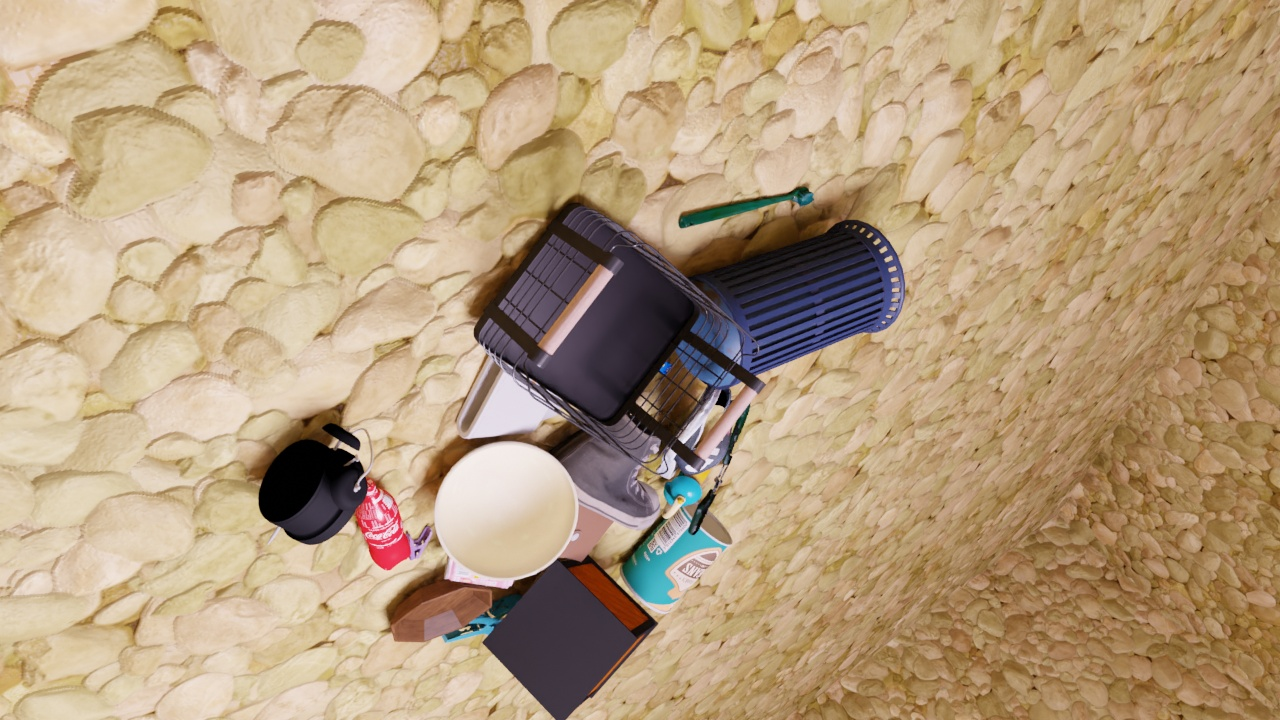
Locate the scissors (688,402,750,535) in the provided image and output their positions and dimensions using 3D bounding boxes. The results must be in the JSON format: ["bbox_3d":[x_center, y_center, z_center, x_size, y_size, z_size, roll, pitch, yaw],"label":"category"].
[{"bbox_3d":[0.108,0.163,1.284,0.205,0.015,0.202,-51,159,-56],"label":"scissors"}]

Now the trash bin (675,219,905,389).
[{"bbox_3d":[0.161,-0.063,1.041,0.249,0.139,0.140,-20,142,-28],"label":"trash bin"}]

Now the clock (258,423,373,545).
[{"bbox_3d":[-0.282,0.106,0.808,0.121,0.091,0.042,-34,139,11],"label":"clock"}]

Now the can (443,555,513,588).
[{"bbox_3d":[-0.180,0.221,1.044,0.076,0.067,0.067,11,127,-11],"label":"can"}]

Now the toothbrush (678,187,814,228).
[{"bbox_3d":[0.118,-0.163,0.987,0.189,0.017,0.016,-18,140,-33],"label":"toothbrush"}]

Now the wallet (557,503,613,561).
[{"bbox_3d":[-0.079,0.208,1.133,0.087,0.013,0.121,-52,146,4],"label":"wallet"}]

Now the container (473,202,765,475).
[{"bbox_3d":[-0.015,-0.014,0.852,0.163,0.130,0.241,-52,132,1],"label":"container"}]

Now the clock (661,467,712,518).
[{"bbox_3d":[0.068,0.161,1.255,0.129,0.043,0.099,-56,180,-14],"label":"clock"}]

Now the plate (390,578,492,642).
[{"bbox_3d":[-0.244,0.300,1.115,0.131,0.025,0.131,-21,150,-13],"label":"plate"}]

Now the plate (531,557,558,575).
[{"bbox_3d":[-0.130,0.219,1.134,0.173,0.036,0.174,-30,142,-27],"label":"plate"}]

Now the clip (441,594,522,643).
[{"bbox_3d":[-0.215,0.361,1.239,0.130,0.030,0.120,-13,142,-39],"label":"clip"}]

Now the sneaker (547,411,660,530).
[{"bbox_3d":[-0.015,0.127,1.121,0.120,0.095,0.234,-45,140,4],"label":"sneaker"}]

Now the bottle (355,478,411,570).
[{"bbox_3d":[-0.266,0.166,0.939,0.041,0.042,0.142,-27,144,-23],"label":"bottle"}]

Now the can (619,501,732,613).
[{"bbox_3d":[0.052,0.290,1.369,0.144,0.099,0.099,-49,147,11],"label":"can"}]

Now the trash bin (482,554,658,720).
[{"bbox_3d":[-0.086,0.358,1.207,0.139,0.140,0.172,-48,166,-1],"label":"trash bin"}]

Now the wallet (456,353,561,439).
[{"bbox_3d":[-0.117,0.031,0.945,0.115,0.037,0.119,-1,132,-46],"label":"wallet"}]

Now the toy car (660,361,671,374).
[{"bbox_3d":[-0.006,0.006,1.033,0.062,0.033,0.092,-47,148,-5],"label":"toy car"}]

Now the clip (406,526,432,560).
[{"bbox_3d":[-0.250,0.207,1.032,0.029,0.013,0.050,-15,141,-34],"label":"clip"}]

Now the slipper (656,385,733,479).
[{"bbox_3d":[0.075,0.096,1.117,0.111,0.063,0.264,-54,175,-19],"label":"slipper"}]

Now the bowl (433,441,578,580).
[{"bbox_3d":[-0.147,0.153,0.992,0.150,0.075,0.151,-2,99,-12],"label":"bowl"}]
